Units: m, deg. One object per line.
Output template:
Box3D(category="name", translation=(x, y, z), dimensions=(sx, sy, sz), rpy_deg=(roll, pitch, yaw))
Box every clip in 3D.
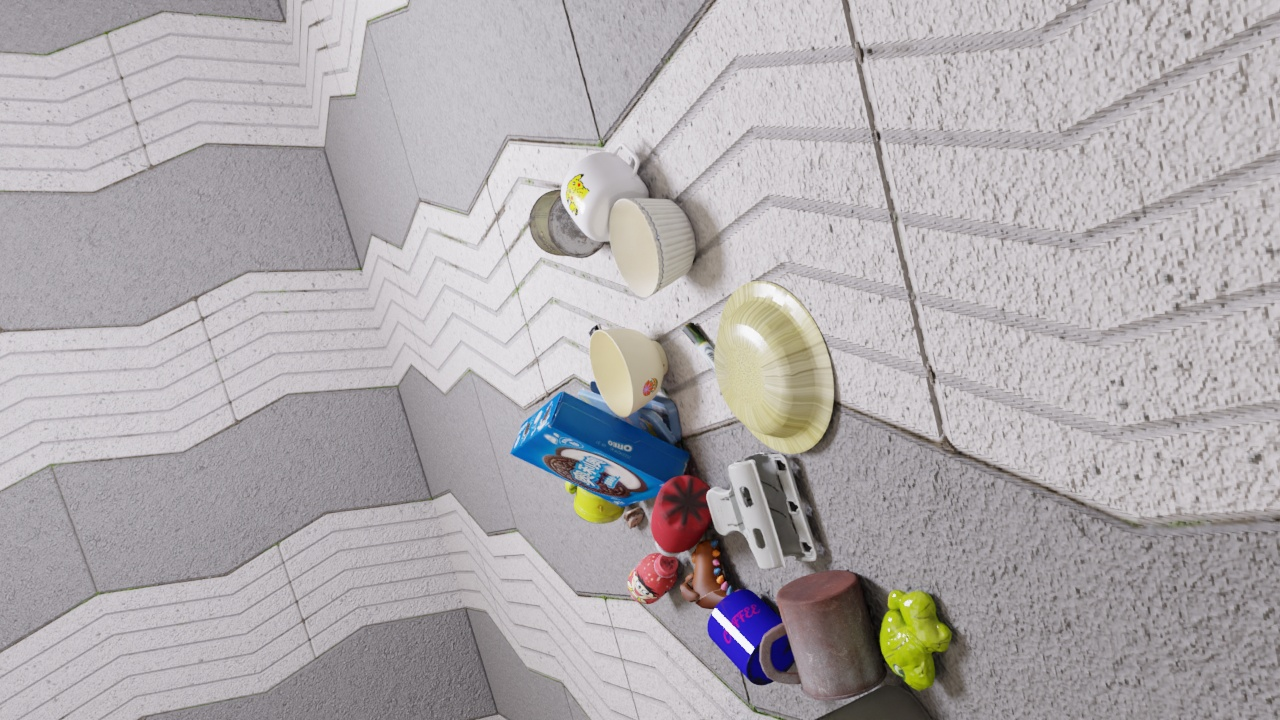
Box3D(category="clip", translation=(0.126, 0.170, 1.040), dimensions=(0.151, 0.089, 0.125), rpy_deg=(-13, 92, 56))
Box3D(category="clip", translation=(-0.012, 0.251, 1.445), dimensions=(0.061, 0.025, 0.049), rpy_deg=(16, 122, 63))

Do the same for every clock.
Box3D(category="clock", translation=(-0.071, 0.209, 1.470), dimensions=(0.119, 0.083, 0.057), rpy_deg=(42, 138, 43))

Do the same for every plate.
Box3D(category="plate", translation=(0.122, 0.012, 0.951), dimensions=(0.184, 0.036, 0.185), rpy_deg=(34, 131, 49))

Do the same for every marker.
Box3D(category="marker", translation=(0.092, 0.008, 1.059), dimensions=(0.146, 0.017, 0.017), rpy_deg=(54, 150, 33))

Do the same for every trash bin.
Box3D(category="trash bin", translation=(0.213, 0.464, 0.932), dimensions=(0.197, 0.197, 0.221), rpy_deg=(56, 146, 34))

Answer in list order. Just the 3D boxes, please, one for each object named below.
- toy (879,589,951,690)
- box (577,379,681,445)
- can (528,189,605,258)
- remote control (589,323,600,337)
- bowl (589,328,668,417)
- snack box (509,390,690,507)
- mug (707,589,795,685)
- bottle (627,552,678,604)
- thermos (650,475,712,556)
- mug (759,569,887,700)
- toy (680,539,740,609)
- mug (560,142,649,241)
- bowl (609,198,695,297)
Box3D(category="toy", translation=(0.258, 0.263, 0.868), dimensions=(0.094, 0.036, 0.094), rpy_deg=(66, 150, 17))
Box3D(category="box", translation=(-0.022, 0.077, 1.290), dimensions=(0.210, 0.052, 0.067), rpy_deg=(16, 125, 56))
Box3D(category="can", translation=(-0.096, -0.184, 1.230), dimensions=(0.075, 0.089, 0.090), rpy_deg=(18, 123, 61))
Box3D(category="remote control", translation=(-0.050, 0.007, 1.366), dimensions=(0.028, 0.011, 0.124), rpy_deg=(-29, 80, 66))
Box3D(category="bowl", translation=(-0.007, 0.007, 1.198), dimensions=(0.118, 0.074, 0.118), rpy_deg=(46, 145, 45))
Box3D(category="snack box", translation=(-0.064, 0.131, 1.289), dimensions=(0.056, 0.195, 0.239), rpy_deg=(-67, 13, -21))
Box3D(category="mug", translation=(0.144, 0.348, 1.129), dimensions=(0.083, 0.079, 0.111), rpy_deg=(37, 163, 52))
Box3D(category="bottle", translation=(0.023, 0.321, 1.374), dimensions=(0.062, 0.061, 0.138), rpy_deg=(63, 156, 19))
Box3D(category="thermos", translation=(0.049, 0.216, 1.211), dimensions=(0.073, 0.073, 0.240), rpy_deg=(63, 167, 19))
Box3D(category="mug", translation=(0.180, 0.285, 0.946), dimensions=(0.096, 0.123, 0.110), rpy_deg=(42, -148, -87))
Box3D(category="toy", translation=(0.100, 0.279, 1.197), dimensions=(0.103, 0.070, 0.090), rpy_deg=(-22, 67, 57))
Box3D(category="mug", translation=(-0.037, -0.203, 1.097), dimensions=(0.068, 0.094, 0.116), rpy_deg=(54, 128, 31))
Box3D(category="bowl", translation=(0.018, -0.136, 1.057), dimensions=(0.115, 0.062, 0.115), rpy_deg=(46, 145, 45))
